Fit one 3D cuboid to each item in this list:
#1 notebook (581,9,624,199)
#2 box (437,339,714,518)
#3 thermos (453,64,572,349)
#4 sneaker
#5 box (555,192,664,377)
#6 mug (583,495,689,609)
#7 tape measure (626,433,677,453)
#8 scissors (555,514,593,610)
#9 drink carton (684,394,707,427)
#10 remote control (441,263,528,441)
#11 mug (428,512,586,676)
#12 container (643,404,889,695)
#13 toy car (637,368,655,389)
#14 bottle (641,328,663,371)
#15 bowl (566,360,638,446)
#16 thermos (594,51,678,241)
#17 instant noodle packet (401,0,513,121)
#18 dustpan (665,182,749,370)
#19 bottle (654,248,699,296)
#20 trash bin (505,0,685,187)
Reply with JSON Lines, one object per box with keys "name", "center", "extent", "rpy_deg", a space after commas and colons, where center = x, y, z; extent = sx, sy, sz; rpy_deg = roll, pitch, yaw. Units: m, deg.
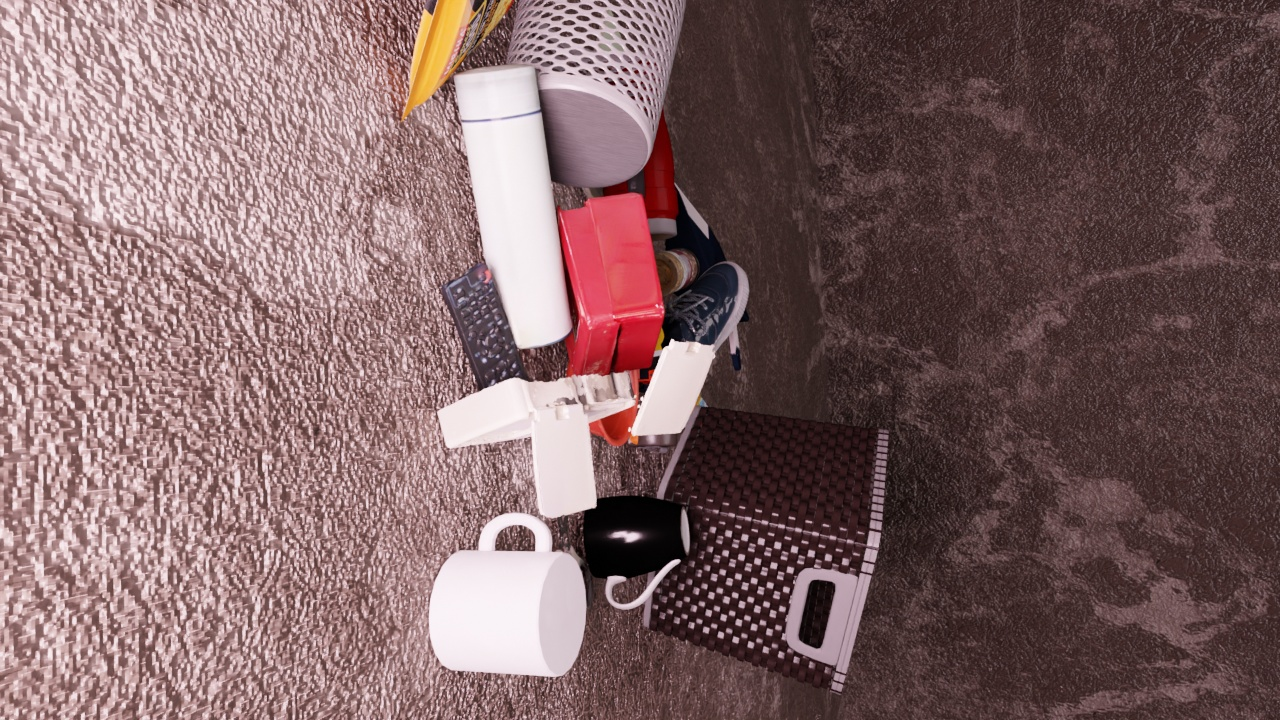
{"name": "notebook", "center": [-0.032, -0.272, 1.109], "extent": [0.182, 0.010, 0.251], "rpy_deg": [61, 32, -51]}
{"name": "box", "center": [-0.038, 0.059, 0.700], "extent": [0.143, 0.188, 0.105], "rpy_deg": [-5, 76, -51]}
{"name": "thermos", "center": [-0.104, -0.127, 0.769], "extent": [0.067, 0.068, 0.230], "rpy_deg": [-51, 138, -63]}
{"name": "sneaker", "center": [0.063, -0.045, 1.193], "extent": [0.235, 0.089, 0.087], "rpy_deg": [-64, 144, -22]}
{"name": "box", "center": [-0.031, -0.063, 0.847], "extent": [0.158, 0.087, 0.128], "rpy_deg": [112, -30, -70]}
{"name": "mug", "center": [-0.001, 0.199, 0.958], "extent": [0.085, 0.100, 0.118], "rpy_deg": [64, 22, -61]}
{"name": "tape measure", "center": [0.015, 0.094, 1.115], "extent": [0.058, 0.059, 0.038], "rpy_deg": [17, 71, -67]}
{"name": "scissors", "center": [-0.075, 0.195, 0.905], "extent": [0.157, 0.013, 0.171], "rpy_deg": [-74, 153, -47]}
{"name": "drink carton", "center": [0.067, 0.062, 1.296], "extent": [0.129, 0.039, 0.044], "rpy_deg": [54, 37, -58]}
{"name": "remote control", "center": [-0.126, -0.006, 0.766], "extent": [0.047, 0.022, 0.150], "rpy_deg": [-39, 127, -37]}
{"name": "mug", "center": [-0.100, 0.179, 0.714], "extent": [0.091, 0.090, 0.121], "rpy_deg": [36, 53, -66]}
{"name": "container", "center": [0.156, 0.216, 1.136], "extent": [0.244, 0.244, 0.248], "rpy_deg": [-59, 157, -58]}
{"name": "toy car", "center": [-0.006, 0.006, 1.077], "extent": [0.100, 0.049, 0.051], "rpy_deg": [14, 73, -70]}
{"name": "bottle", "center": [-0.006, -0.059, 1.035], "extent": [0.043, 0.043, 0.143], "rpy_deg": [13, 57, -70]}
{"name": "bowl", "center": [-0.044, 0.026, 0.969], "extent": [0.130, 0.045, 0.130], "rpy_deg": [-3, 90, -71]}
{"name": "thermos", "center": [-0.006, -0.236, 1.021], "extent": [0.108, 0.084, 0.198], "rpy_deg": [-3, 88, -87]}
{"name": "instant noodle packet", "center": [-0.121, -0.297, 0.710], "extent": [0.160, 0.032, 0.220], "rpy_deg": [-56, -170, 42]}
{"name": "dustpan", "center": [0.111, -0.117, 1.389], "extent": [0.236, 0.080, 0.273], "rpy_deg": [31, 58, -67]}
{"name": "bottle", "center": [0.039, -0.118, 1.217], "extent": [0.105, 0.056, 0.056], "rpy_deg": [-30, 115, -69]}
{"name": "trash bin", "center": [-0.047, -0.274, 0.850], "extent": [0.156, 0.157, 0.183], "rpy_deg": [55, 39, -56]}
